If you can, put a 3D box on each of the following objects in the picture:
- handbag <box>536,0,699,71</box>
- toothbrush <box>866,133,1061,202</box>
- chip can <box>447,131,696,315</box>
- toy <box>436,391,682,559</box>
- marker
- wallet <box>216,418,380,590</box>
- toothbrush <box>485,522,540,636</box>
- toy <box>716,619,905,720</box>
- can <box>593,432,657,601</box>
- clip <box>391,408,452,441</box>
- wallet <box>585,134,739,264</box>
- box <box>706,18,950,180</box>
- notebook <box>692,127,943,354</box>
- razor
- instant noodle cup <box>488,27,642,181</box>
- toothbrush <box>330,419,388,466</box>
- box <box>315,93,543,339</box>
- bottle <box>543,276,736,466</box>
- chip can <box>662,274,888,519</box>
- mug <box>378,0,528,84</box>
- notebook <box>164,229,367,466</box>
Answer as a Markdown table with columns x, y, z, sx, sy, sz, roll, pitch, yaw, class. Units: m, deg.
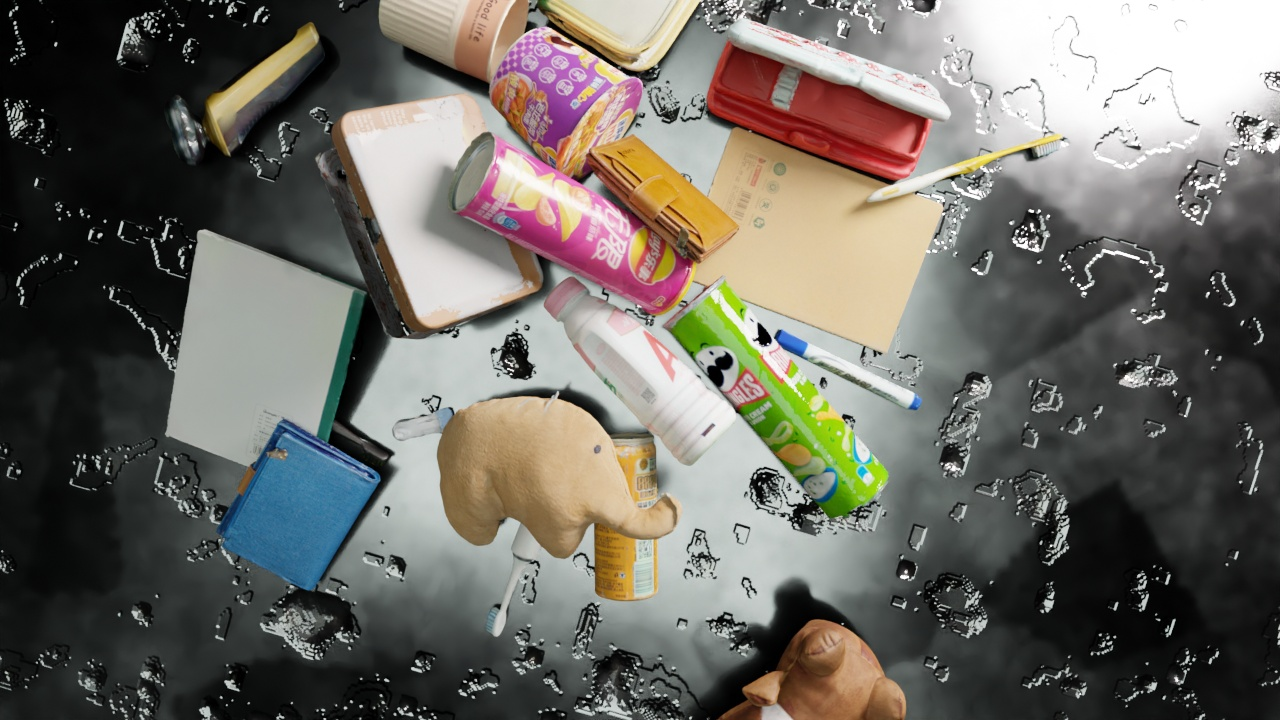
| x | y | z | sx | sy | sz | roll | pitch | yaw | class |
| --- | --- | --- | --- | --- | --- | --- | --- | --- | --- |
| -0.025 | -0.364 | 0.814 | 0.179 | 0.063 | 0.163 | 33 | 92 | 8 | handbag |
| 0.295 | -0.172 | 0.835 | 0.191 | 0.016 | 0.018 | -19 | 101 | -4 | toothbrush |
| -0.052 | -0.110 | 0.764 | 0.210 | 0.071 | 0.071 | 25 | 92 | -34 | chip can |
| -0.077 | 0.099 | 0.789 | 0.226 | 0.082 | 0.143 | 3 | 106 | 24 | toy |
| 0.191 | 0.009 | 0.847 | 0.146 | 0.017 | 0.017 | 26 | 92 | -1 | marker |
| -0.313 | 0.132 | 0.833 | 0.106 | 0.040 | 0.133 | 31 | 103 | -8 | wallet |
| -0.098 | 0.152 | 0.848 | 0.026 | 0.026 | 0.221 | 23 | 93 | 38 | toothbrush |
| 0.137 | 0.331 | 0.814 | 0.140 | 0.130 | 0.200 | 42 | 101 | -7 | toy |
| -0.014 | 0.141 | 0.831 | 0.058 | 0.058 | 0.146 | -1 | 92 | 0 | can |
| -0.200 | 0.060 | 0.847 | 0.056 | 0.028 | 0.024 | -10 | 94 | -9 | clip |
| 0.017 | -0.139 | 0.790 | 0.130 | 0.118 | 0.035 | 42 | 115 | 3 | wallet |
| 0.164 | -0.235 | 0.796 | 0.201 | 0.099 | 0.095 | 20 | 91 | 0 | box |
| 0.156 | -0.110 | 0.846 | 0.207 | 0.008 | 0.148 | 20 | 93 | -1 | notebook |
| -0.352 | -0.242 | 0.820 | 0.167 | 0.062 | 0.067 | -41 | 122 | -3 | razor |
| -0.069 | -0.227 | 0.797 | 0.099 | 0.111 | 0.111 | 42 | 92 | 7 | instant noodle cup |
| -0.324 | 0.036 | 0.845 | 0.212 | 0.026 | 0.027 | 33 | 124 | -2 | toothbrush |
| -0.175 | -0.116 | 0.766 | 0.151 | 0.168 | 0.182 | -22 | 92 | 2 | box |
| -0.005 | 0.005 | 0.818 | 0.197 | 0.068 | 0.068 | 44 | 91 | 7 | bottle |
| 0.122 | 0.035 | 0.821 | 0.072 | 0.072 | 0.236 | -40 | 92 | 1 | chip can |
| -0.157 | -0.313 | 0.808 | 0.106 | 0.082 | 0.114 | 23 | 65 | 0 | mug |
| -0.336 | 0.005 | 0.814 | 0.150 | 0.012 | 0.209 | 21 | 112 | -1 | notebook |
